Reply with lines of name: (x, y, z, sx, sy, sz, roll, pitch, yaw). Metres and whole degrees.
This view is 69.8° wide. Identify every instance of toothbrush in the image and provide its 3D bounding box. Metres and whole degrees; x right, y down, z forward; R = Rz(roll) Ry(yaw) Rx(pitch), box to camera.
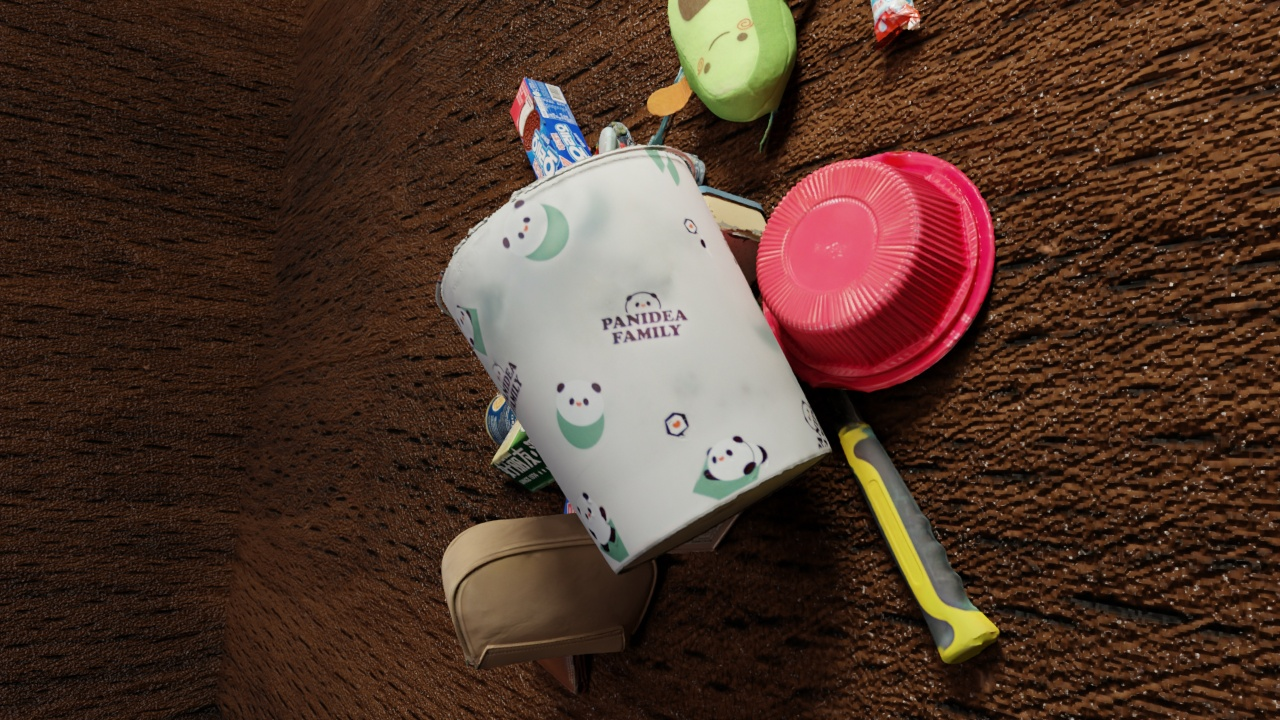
toothbrush: (0.043, -0.304, 0.987, 0.192, 0.016, 0.018, -68, 25, 20)

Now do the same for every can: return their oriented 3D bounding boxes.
can: (-0.128, 0.070, 1.097, 0.111, 0.075, 0.075, -7, 76, 55)

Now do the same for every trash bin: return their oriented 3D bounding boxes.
trash bin: (0.002, 0.008, 0.701, 0.230, 0.229, 0.252, -43, 71, 43)

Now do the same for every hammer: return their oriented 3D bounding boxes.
hammer: (0.170, 0.072, 0.697, 0.126, 0.031, 0.322, -52, 44, 36)

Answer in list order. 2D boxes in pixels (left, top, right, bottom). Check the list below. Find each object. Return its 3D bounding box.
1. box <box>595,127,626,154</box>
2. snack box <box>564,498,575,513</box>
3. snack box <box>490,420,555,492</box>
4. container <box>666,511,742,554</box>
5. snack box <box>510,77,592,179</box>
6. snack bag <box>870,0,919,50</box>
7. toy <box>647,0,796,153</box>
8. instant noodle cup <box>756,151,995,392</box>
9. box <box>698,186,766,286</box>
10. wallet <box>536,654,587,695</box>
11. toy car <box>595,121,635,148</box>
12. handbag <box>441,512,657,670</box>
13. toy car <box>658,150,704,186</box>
box: (-0.034, -0.130, 0.952, 0.158, 0.038, 0.201, -128, 41, -83)
snack box: (-0.057, 0.192, 1.007, 0.085, 0.026, 0.157, 10, 91, 56)
snack box: (-0.073, 0.054, 0.921, 0.114, 0.063, 0.241, -60, 11, -26)
container: (0.033, 0.111, 0.841, 0.090, 0.090, 0.111, -59, 42, 28)
snack box: (-0.111, -0.280, 1.171, 0.058, 0.057, 0.207, -58, 41, 35)
snack bag: (0.201, -0.299, 0.741, 0.045, 0.026, 0.105, -36, 52, 51)
toy: (0.082, -0.318, 0.864, 0.228, 0.089, 0.246, -44, 49, 38)
instant noodle cup: (0.157, -0.075, 0.681, 0.194, 0.065, 0.193, -15, 67, 38)
box: (0.051, -0.081, 0.859, 0.185, 0.089, 0.059, -52, 42, 33)
wallet: (-0.099, 0.295, 1.015, 0.101, 0.032, 0.124, 9, 112, 52)
toy car: (-0.017, -0.221, 1.039, 0.049, 0.031, 0.105, -46, 58, 43)
handbag: (-0.090, 0.221, 0.901, 0.100, 0.204, 0.148, -133, 46, -63)
toy car: (0.036, -0.193, 0.954, 0.091, 0.034, 0.043, 23, 99, 53)
